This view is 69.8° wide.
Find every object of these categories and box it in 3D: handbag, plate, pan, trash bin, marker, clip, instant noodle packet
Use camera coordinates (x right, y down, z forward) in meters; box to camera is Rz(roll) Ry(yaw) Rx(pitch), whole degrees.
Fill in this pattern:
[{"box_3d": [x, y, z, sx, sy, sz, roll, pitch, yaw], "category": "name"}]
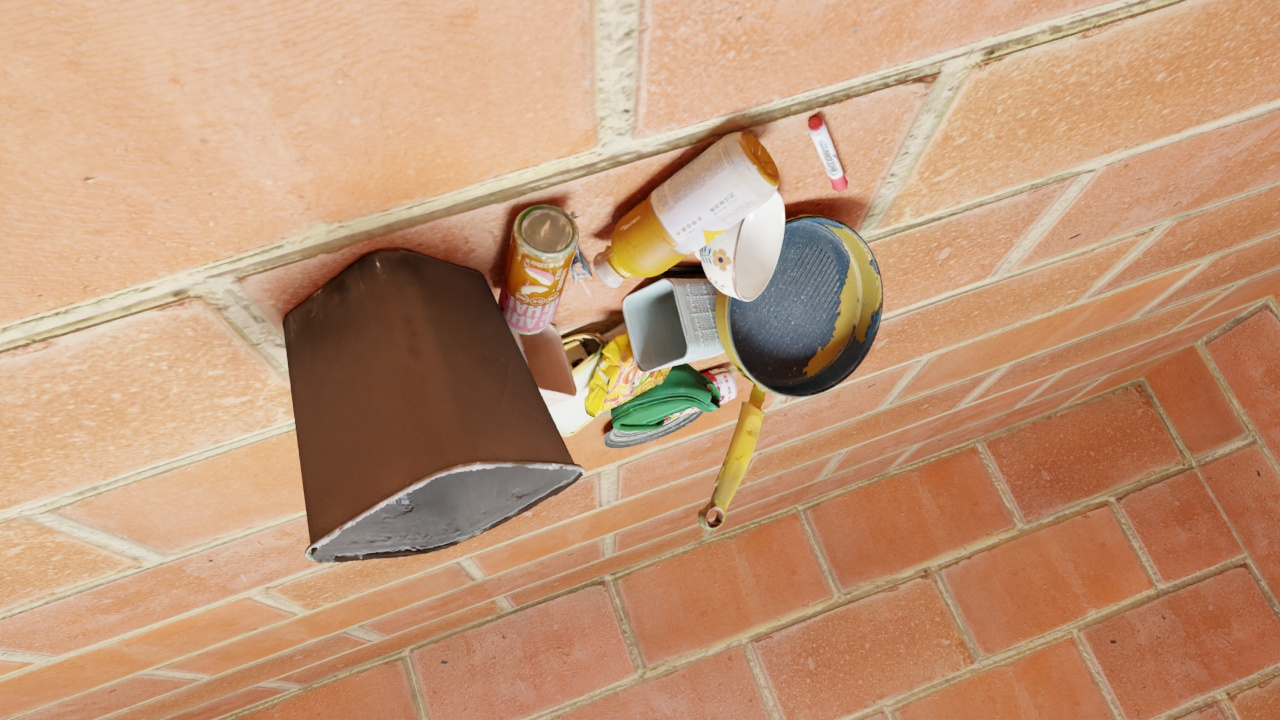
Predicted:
[{"box_3d": [0.030, 0.054, 1.229, 0.132, 0.068, 0.120, -25, 149, 36], "category": "handbag"}, {"box_3d": [-0.059, 0.007, 1.129, 0.178, 0.063, 0.163, -37, 160, -1], "category": "handbag"}, {"box_3d": [0.022, 0.094, 1.474, 0.179, 0.024, 0.180, -18, 160, -7], "category": "plate"}, {"box_3d": [0.141, 0.013, 0.983, 0.197, 0.357, 0.078, 30, 178, -25], "category": "pan"}, {"box_3d": [-0.198, 0.041, 0.814, 0.199, 0.219, 0.198, -31, 159, 24], "category": "trash bin"}, {"box_3d": [0.181, -0.196, 0.883, 0.017, 0.017, 0.145, -26, 160, 14], "category": "marker"}, {"box_3d": [-0.061, -0.092, 0.900, 0.032, 0.025, 0.057, -16, 167, 3], "category": "clip"}, {"box_3d": [-0.006, 0.006, 1.087, 0.128, 0.044, 0.111, -25, 148, -41], "category": "instant noodle packet"}]

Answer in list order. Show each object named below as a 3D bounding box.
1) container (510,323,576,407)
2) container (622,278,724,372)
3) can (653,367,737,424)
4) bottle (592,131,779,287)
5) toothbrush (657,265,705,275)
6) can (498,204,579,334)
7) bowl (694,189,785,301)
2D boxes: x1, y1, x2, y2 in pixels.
[{"box_3d": [-0.146, 0.016, 1.003, 0.111, 0.090, 0.089, -26, 160, 22], "category": "container"}, {"box_3d": [0.056, -0.042, 1.034, 0.111, 0.090, 0.090, -7, 171, -41], "category": "container"}, {"box_3d": [0.074, 0.051, 1.370, 0.132, 0.053, 0.053, -16, 160, -14], "category": "can"}, {"box_3d": [0.035, -0.129, 0.831, 0.190, 0.068, 0.068, -33, 158, 30], "category": "bottle"}, {"box_3d": [0.083, -0.100, 1.037, 0.180, 0.018, 0.016, -4, 161, -37], "category": "toothbrush"}, {"box_3d": [-0.096, -0.080, 0.840, 0.057, 0.058, 0.148, -14, 159, -21], "category": "can"}, {"box_3d": [0.091, -0.120, 0.896, 0.062, 0.113, 0.113, 19, 179, 28], "category": "bowl"}]
